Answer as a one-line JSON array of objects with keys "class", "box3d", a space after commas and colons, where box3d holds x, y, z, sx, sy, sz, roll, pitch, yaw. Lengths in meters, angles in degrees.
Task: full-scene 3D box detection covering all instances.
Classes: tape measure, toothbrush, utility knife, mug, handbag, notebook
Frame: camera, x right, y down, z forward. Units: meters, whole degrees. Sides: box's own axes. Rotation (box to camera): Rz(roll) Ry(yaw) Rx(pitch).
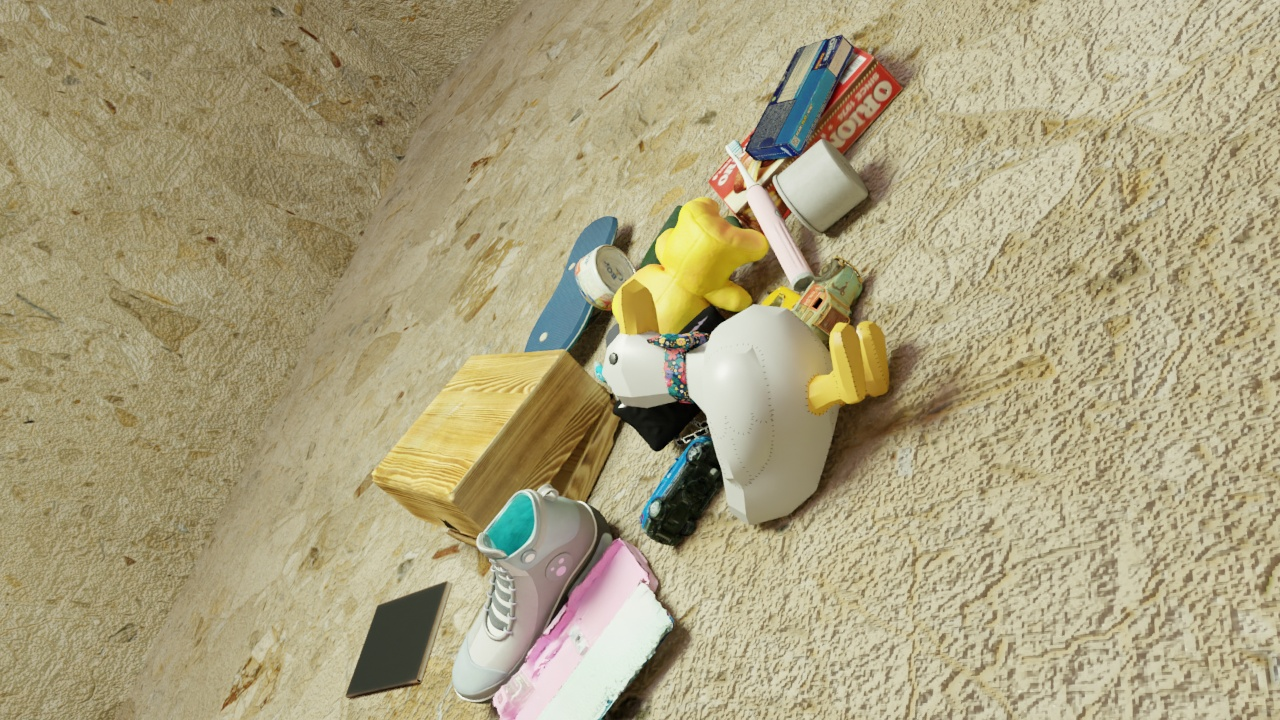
[{"class": "tape measure", "box3d": [0.149, -0.048, 0.981, 0.059, 0.030, 0.068, -51, 27, 5]}, {"class": "toothbrush", "box3d": [0.141, -0.170, 1.036, 0.027, 0.027, 0.222, -36, 56, 24]}, {"class": "utility knife", "box3d": [-0.047, 0.017, 1.175, 0.169, 0.015, 0.022, -157, 59, -82]}, {"class": "mug", "box3d": [0.200, -0.192, 1.011, 0.071, 0.084, 0.113, -39, 0, 24]}, {"class": "handbag", "box3d": [0.058, 0.032, 0.987, 0.153, 0.114, 0.125, -50, 1, -1]}, {"class": "notebook", "box3d": [-0.345, 0.399, 1.304, 0.210, 0.008, 0.141, -28, 39, 42]}]

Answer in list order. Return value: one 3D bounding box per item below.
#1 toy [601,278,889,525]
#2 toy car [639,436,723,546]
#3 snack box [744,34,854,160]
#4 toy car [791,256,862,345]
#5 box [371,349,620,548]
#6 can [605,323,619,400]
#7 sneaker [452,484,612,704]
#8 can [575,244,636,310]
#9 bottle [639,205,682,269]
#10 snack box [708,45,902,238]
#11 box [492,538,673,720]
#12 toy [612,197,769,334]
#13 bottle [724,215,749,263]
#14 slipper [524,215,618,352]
[{"class": "toy", "box3d": [0.087, 0.028, 0.845, 0.268, 0.140, 0.246, -12, 87, 30]}, {"class": "toy car", "box3d": [0.044, 0.129, 0.929, 0.120, 0.056, 0.043, -54, 27, 6]}, {"class": "snack box", "box3d": [0.185, -0.303, 1.066, 0.082, 0.027, 0.150, 15, 75, 58]}, {"class": "toy car", "box3d": [0.183, -0.047, 0.905, 0.112, 0.047, 0.047, -56, 27, 3]}, {"class": "box", "box3d": [-0.174, 0.118, 1.200, 0.280, 0.176, 0.246, -4, 47, 57]}, {"class": "can", "box3d": [-0.007, 0.007, 1.129, 0.064, 0.064, 0.127, -43, 30, 23]}, {"class": "sneaker", "box3d": [-0.148, 0.250, 0.980, 0.093, 0.160, 0.256, 35, 88, 36]}, {"class": "can", "box3d": [-0.047, -0.118, 1.303, 0.043, 0.086, 0.086, -29, 38, 40]}, {"class": "bottle", "box3d": [0.024, -0.122, 1.229, 0.174, 0.055, 0.055, -56, 28, 3]}, {"class": "snack box", "box3d": [0.193, -0.270, 1.112, 0.237, 0.060, 0.113, -48, 31, 15]}, {"class": "box", "box3d": [-0.056, 0.307, 0.918, 0.230, 0.035, 0.159, -53, 29, 4]}, {"class": "toy", "box3d": [0.054, -0.087, 1.057, 0.194, 0.134, 0.087, -53, -15, 26]}, {"class": "bottle", "box3d": [0.121, -0.147, 1.133, 0.025, 0.025, 0.106, -45, 29, 19]}, {"class": "slipper", "box3d": [-0.085, -0.096, 1.372, 0.118, 0.060, 0.294, -18, 43, 45]}]
